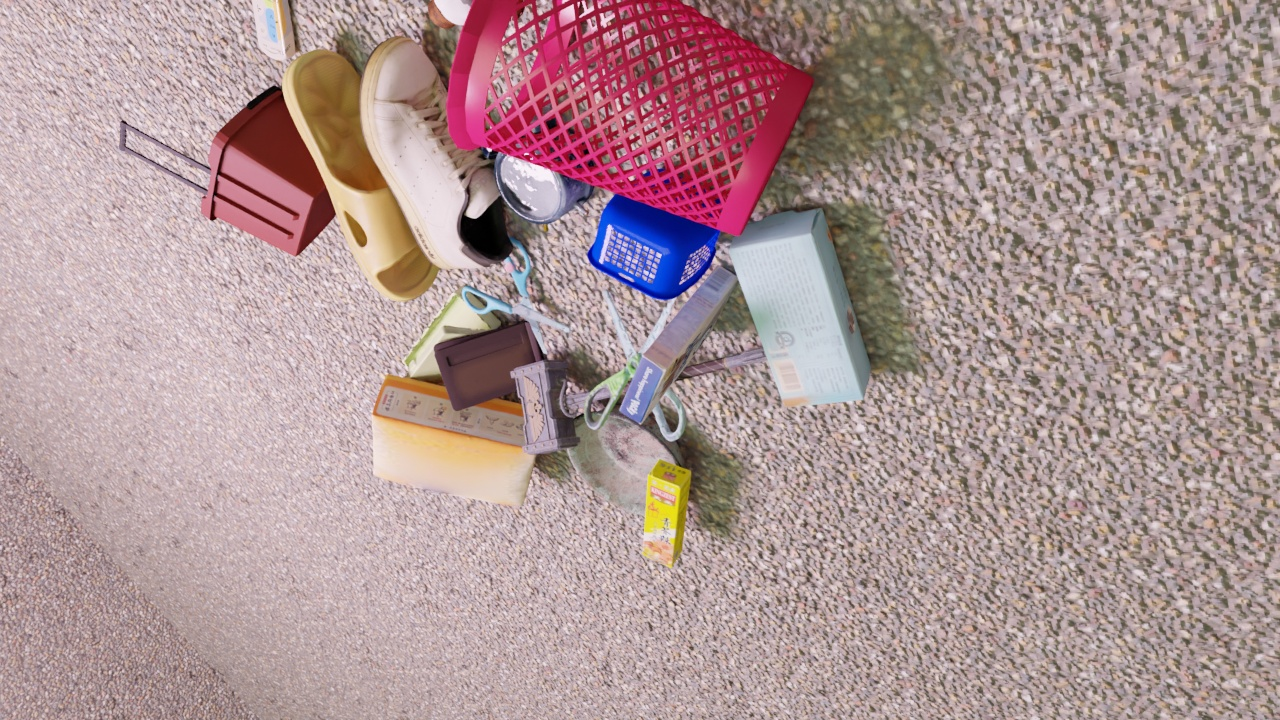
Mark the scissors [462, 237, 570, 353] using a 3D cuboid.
[{"bbox_3d":[-0.143,-0.063,0.994,0.126,0.015,0.136,-12,105,27],"label":"scissors"}]

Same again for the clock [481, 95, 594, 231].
[{"bbox_3d":[-0.097,-0.185,0.850,0.090,0.052,0.129,-14,113,42],"label":"clock"}]

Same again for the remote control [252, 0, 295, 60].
[{"bbox_3d":[-0.368,-0.361,0.911,0.038,0.018,0.126,24,135,16],"label":"remote control"}]

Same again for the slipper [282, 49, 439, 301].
[{"bbox_3d":[-0.266,-0.187,0.931,0.079,0.099,0.263,-2,120,42],"label":"slipper"}]

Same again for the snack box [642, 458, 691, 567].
[{"bbox_3d":[0.029,0.174,1.032,0.040,0.028,0.148,21,136,19],"label":"snack box"}]

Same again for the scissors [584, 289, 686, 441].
[{"bbox_3d":[0.001,0.008,0.921,0.168,0.023,0.172,43,114,28],"label":"scissors"}]

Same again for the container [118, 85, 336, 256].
[{"bbox_3d":[-0.432,-0.220,0.999,0.201,0.126,0.148,33,139,-9],"label":"container"}]

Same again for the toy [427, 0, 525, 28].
[{"bbox_3d":[-0.135,-0.314,0.758,0.113,0.067,0.087,-13,118,52],"label":"toy"}]

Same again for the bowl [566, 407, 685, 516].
[{"bbox_3d":[-0.010,0.110,1.056,0.157,0.038,0.158,20,135,20],"label":"bowl"}]

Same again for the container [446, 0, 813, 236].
[{"bbox_3d":[0.000,-0.197,0.691,0.226,0.182,0.184,26,138,3],"label":"container"}]

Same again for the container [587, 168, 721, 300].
[{"bbox_3d":[0.018,-0.113,0.787,0.096,0.114,0.058,28,132,12],"label":"container"}]

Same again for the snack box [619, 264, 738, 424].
[{"bbox_3d":[0.036,-0.016,0.829,0.026,0.149,0.082,33,138,8],"label":"snack box"}]

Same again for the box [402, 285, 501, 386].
[{"bbox_3d":[-0.234,-0.008,1.105,0.077,0.089,0.189,28,139,-18],"label":"box"}]

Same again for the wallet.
[{"bbox_3d":[-0.167,0.006,1.042,0.115,0.018,0.092,-16,127,-8],"label":"wallet"}]

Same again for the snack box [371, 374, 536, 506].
[{"bbox_3d":[-0.225,0.108,1.120,0.195,0.080,0.145,13,143,-5],"label":"snack box"}]

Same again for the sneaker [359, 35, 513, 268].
[{"bbox_3d":[-0.184,-0.186,0.880,0.102,0.088,0.242,16,137,32],"label":"sneaker"}]

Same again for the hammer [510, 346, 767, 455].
[{"bbox_3d":[0.004,0.023,0.948,0.323,0.044,0.098,-15,82,32],"label":"hammer"}]

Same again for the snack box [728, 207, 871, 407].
[{"bbox_3d":[0.142,-0.042,0.798,0.075,0.053,0.175,-7,122,29],"label":"snack box"}]
